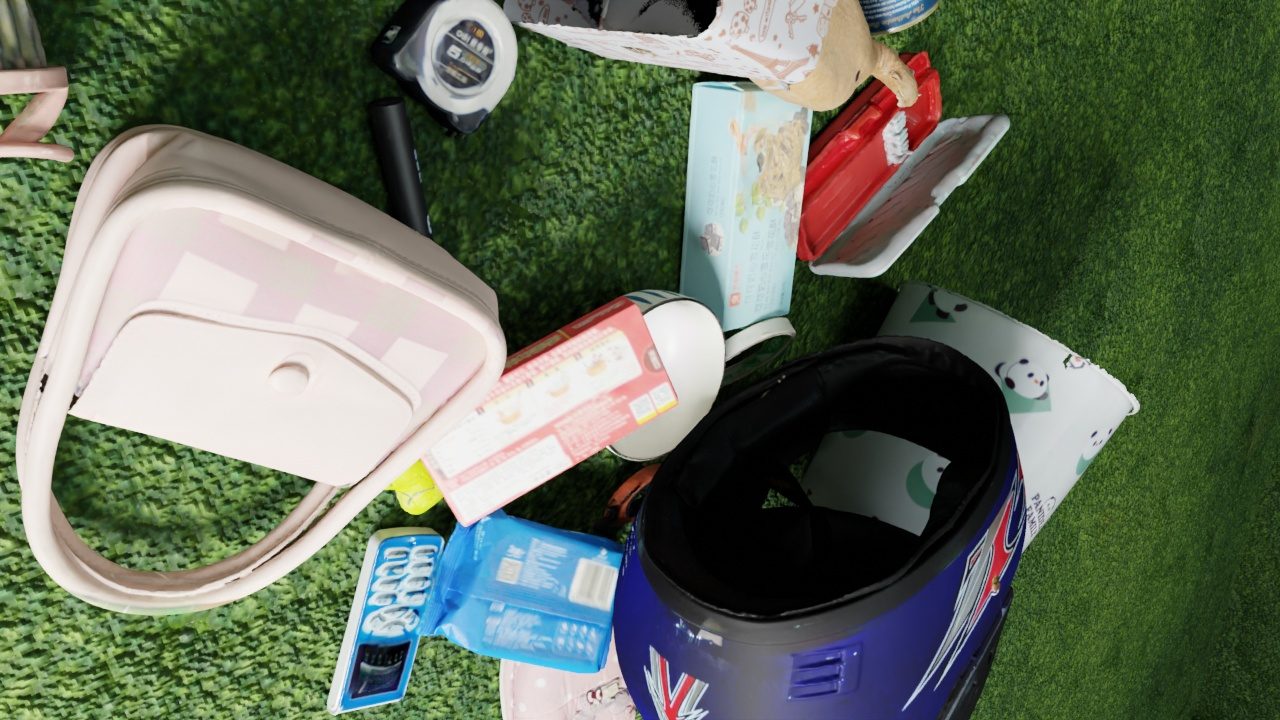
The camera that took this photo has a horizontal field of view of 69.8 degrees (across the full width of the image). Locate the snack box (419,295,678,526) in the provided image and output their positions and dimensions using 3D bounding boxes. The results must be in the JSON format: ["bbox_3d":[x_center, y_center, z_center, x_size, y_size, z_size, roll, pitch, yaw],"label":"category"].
[{"bbox_3d":[-0.057,0.029,0.546,0.152,0.025,0.075,-29,116,-10],"label":"snack box"}]

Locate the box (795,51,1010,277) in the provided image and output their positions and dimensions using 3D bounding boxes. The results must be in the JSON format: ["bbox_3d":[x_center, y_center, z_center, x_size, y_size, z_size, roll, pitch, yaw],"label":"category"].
[{"bbox_3d":[0.205,-0.153,0.732,0.201,0.101,0.095,-47,134,-18],"label":"box"}]

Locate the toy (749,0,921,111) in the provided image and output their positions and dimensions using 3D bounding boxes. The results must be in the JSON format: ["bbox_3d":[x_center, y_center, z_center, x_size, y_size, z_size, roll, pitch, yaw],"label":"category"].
[{"bbox_3d":[0.105,-0.225,0.592,0.226,0.083,0.143,43,61,-34],"label":"toy"}]

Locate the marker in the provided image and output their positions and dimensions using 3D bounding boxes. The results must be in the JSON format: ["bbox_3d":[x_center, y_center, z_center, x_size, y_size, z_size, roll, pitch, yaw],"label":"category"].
[{"bbox_3d":[-0.128,-0.079,0.510,0.022,0.020,0.132,-24,125,-30],"label":"marker"}]

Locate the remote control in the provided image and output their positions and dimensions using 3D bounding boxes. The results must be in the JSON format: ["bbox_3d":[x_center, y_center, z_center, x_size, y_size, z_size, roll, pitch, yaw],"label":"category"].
[{"bbox_3d":[-0.163,0.165,0.585,0.049,0.024,0.125,8,102,-45],"label":"remote control"}]

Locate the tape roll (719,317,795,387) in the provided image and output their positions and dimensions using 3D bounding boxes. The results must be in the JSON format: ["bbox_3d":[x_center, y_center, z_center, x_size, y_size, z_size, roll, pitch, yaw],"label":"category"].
[{"bbox_3d":[0.080,-0.004,0.707,0.085,0.014,0.086,-26,163,-9],"label":"tape roll"}]

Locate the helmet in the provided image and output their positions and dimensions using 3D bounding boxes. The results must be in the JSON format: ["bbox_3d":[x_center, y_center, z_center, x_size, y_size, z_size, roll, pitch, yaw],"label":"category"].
[{"bbox_3d":[0.130,0.157,0.639,0.314,0.247,0.241,-38,133,-31],"label":"helmet"}]

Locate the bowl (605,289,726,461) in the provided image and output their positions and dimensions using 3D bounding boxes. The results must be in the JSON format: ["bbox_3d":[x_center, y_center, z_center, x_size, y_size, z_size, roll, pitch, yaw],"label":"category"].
[{"bbox_3d":[-0.004,0.004,0.631,0.116,0.066,0.117,-20,122,-35],"label":"bowl"}]

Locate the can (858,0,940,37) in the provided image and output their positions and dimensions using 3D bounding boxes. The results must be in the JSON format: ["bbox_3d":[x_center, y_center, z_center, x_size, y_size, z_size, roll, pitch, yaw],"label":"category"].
[{"bbox_3d":[0.165,-0.298,0.646,0.075,0.075,0.111,-46,133,-18],"label":"can"}]

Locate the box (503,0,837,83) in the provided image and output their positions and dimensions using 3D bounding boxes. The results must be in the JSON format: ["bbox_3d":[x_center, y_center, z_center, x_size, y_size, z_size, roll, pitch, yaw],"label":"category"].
[{"bbox_3d":[-0.016,-0.234,0.428,0.184,0.183,0.154,1,107,-44],"label":"box"}]

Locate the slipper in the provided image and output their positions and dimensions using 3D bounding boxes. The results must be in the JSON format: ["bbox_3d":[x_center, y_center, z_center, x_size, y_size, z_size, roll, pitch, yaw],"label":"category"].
[{"bbox_3d":[-0.052,0.284,0.719,0.114,0.054,0.275,-11,113,-39],"label":"slipper"}]

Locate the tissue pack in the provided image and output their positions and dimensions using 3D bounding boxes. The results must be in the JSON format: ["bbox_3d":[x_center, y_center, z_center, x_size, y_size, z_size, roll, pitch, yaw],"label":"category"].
[{"bbox_3d":[-0.075,0.156,0.624,0.157,0.052,0.094,26,73,-38],"label":"tissue pack"}]

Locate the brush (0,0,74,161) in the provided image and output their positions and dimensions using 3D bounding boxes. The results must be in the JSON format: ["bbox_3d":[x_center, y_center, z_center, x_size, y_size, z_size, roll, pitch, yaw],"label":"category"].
[{"bbox_3d":[-0.285,-0.096,0.324,0.145,0.063,0.073,-15,114,-40],"label":"brush"}]

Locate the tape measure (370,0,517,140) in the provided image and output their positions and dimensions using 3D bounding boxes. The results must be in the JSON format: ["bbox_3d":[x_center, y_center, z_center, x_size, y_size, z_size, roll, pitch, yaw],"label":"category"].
[{"bbox_3d":[-0.100,-0.163,0.488,0.066,0.033,0.066,-54,137,-8],"label":"tape measure"}]

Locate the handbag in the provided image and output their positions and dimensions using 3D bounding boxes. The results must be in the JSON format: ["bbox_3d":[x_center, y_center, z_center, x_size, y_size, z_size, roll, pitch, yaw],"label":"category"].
[{"bbox_3d":[-0.197,0.023,0.448,0.193,0.093,0.234,27,100,-41],"label":"handbag"}]

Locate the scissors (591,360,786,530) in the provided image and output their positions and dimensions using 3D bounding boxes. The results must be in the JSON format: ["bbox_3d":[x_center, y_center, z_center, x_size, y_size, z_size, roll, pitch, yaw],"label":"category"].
[{"bbox_3d":[0.047,0.093,0.730,0.225,0.015,0.189,-15,130,-37],"label":"scissors"}]

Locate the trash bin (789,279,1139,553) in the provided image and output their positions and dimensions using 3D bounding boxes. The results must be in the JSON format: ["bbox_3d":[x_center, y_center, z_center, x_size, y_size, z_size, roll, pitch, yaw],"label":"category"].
[{"bbox_3d":[0.270,0.092,0.828,0.229,0.230,0.252,30,92,-46],"label":"trash bin"}]

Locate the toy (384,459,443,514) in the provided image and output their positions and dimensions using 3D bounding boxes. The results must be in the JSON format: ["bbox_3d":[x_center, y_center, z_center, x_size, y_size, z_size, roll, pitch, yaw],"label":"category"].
[{"bbox_3d":[-0.124,0.042,0.561,0.100,0.031,0.097,-47,134,-11],"label":"toy"}]

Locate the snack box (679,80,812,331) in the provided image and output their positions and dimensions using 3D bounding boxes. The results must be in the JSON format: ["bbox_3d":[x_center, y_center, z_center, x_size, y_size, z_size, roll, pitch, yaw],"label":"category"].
[{"bbox_3d":[0.075,-0.112,0.663,0.074,0.052,0.175,-16,119,-39],"label":"snack box"}]

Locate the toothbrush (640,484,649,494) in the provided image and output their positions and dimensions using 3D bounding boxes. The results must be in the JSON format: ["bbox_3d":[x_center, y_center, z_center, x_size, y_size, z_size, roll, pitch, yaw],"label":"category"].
[{"bbox_3d":[0.066,0.086,0.770,0.191,0.018,0.016,-8,125,-40],"label":"toothbrush"}]
